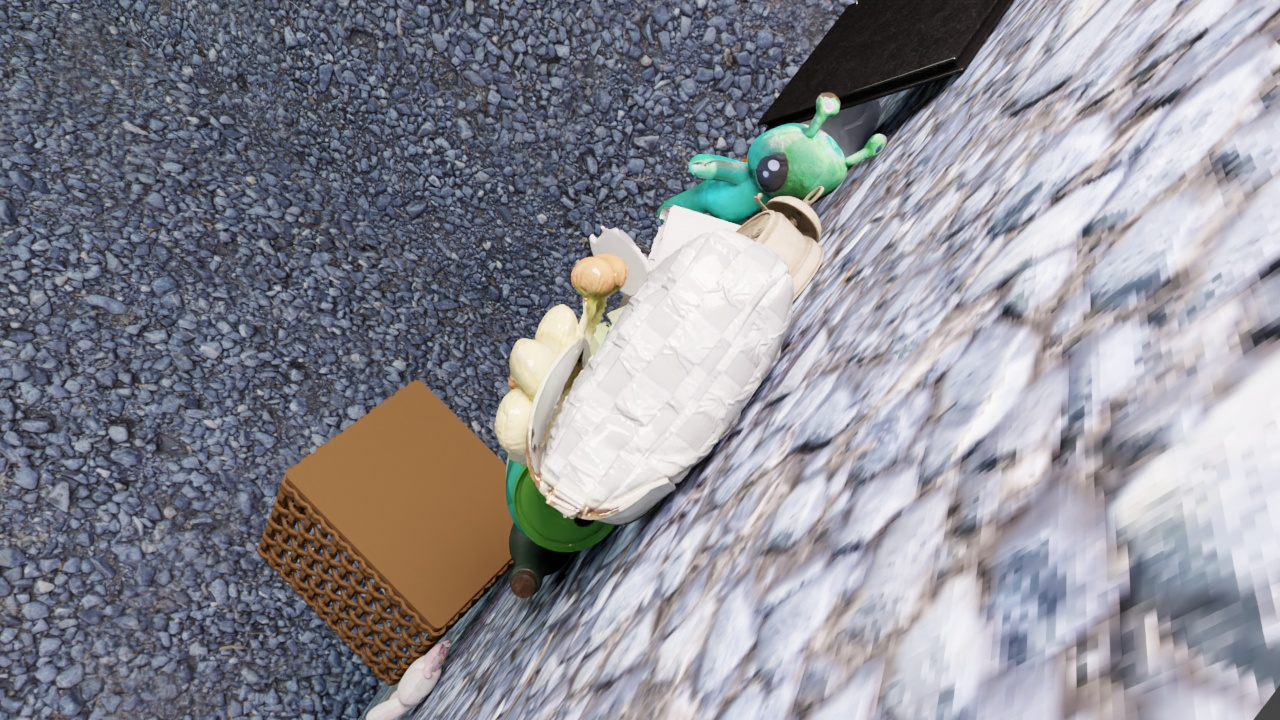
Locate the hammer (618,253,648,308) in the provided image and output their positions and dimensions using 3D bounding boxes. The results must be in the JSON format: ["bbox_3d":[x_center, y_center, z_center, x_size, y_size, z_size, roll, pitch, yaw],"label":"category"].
[{"bbox_3d":[-0.050,0.043,0.918,0.147,0.028,0.317,-118,47,-76],"label":"hammer"}]

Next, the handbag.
[{"bbox_3d":[0.000,0.000,0.496,0.171,0.123,0.112,-52,-13,-5],"label":"handbag"}]

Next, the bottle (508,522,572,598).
[{"bbox_3d":[-0.078,0.144,0.718,0.055,0.055,0.174,-52,4,8],"label":"bottle"}]

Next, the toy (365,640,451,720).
[{"bbox_3d":[-0.252,0.363,1.032,0.125,0.037,0.076,-46,-3,10],"label":"toy"}]

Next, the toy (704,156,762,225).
[{"bbox_3d":[0.105,-0.137,0.909,0.172,0.093,0.164,-61,-12,-61],"label":"toy"}]

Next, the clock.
[{"bbox_3d":[0.086,-0.076,0.640,0.140,0.054,0.093,-52,14,-20],"label":"clock"}]

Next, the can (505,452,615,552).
[{"bbox_3d":[-0.057,0.081,0.675,0.083,0.083,0.144,-52,12,3],"label":"can"}]

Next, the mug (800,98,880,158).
[{"bbox_3d":[0.180,-0.230,0.870,0.068,0.094,0.116,-55,25,-17],"label":"mug"}]

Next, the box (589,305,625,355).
[{"bbox_3d":[-0.003,0.001,0.774,0.133,0.061,0.188,-49,22,8],"label":"box"}]

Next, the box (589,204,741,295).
[{"bbox_3d":[0.032,-0.082,0.754,0.081,0.160,0.091,132,156,-76],"label":"box"}]

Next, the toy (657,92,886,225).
[{"bbox_3d":[0.100,-0.150,0.759,0.194,0.130,0.072,-23,52,39],"label":"toy"}]

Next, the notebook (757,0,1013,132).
[{"bbox_3d":[0.210,-0.269,0.744,0.169,0.019,0.232,-53,23,-16],"label":"notebook"}]

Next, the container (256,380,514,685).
[{"bbox_3d":[-0.295,0.213,1.147,0.218,0.251,0.215,-42,-5,-43],"label":"container"}]
